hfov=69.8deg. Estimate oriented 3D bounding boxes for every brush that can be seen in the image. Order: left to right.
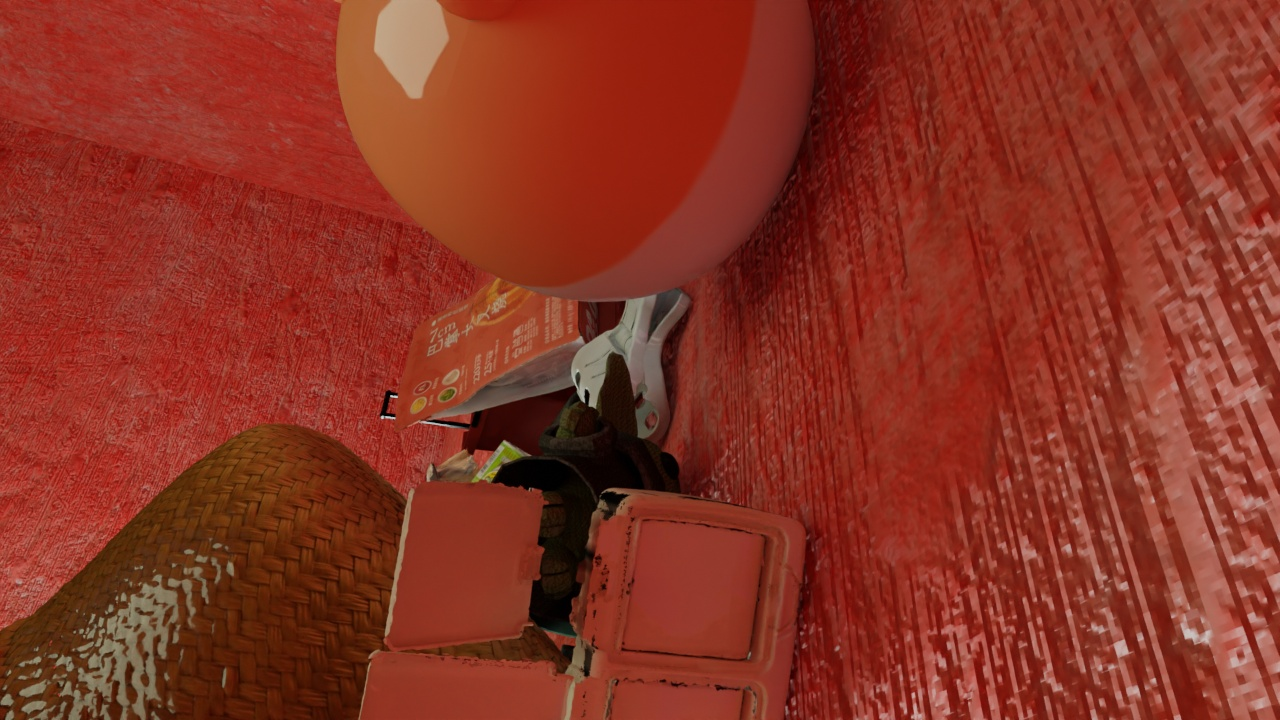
[{"bbox_3d":[-0.191,0.194,1.016,0.272,0.056,0.083,93,156,-52],"label":"brush"}]

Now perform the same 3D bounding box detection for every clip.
[{"bbox_3d":[-0.019,0.003,0.700,0.126,0.095,0.152,-127,42,-69],"label":"clip"}]

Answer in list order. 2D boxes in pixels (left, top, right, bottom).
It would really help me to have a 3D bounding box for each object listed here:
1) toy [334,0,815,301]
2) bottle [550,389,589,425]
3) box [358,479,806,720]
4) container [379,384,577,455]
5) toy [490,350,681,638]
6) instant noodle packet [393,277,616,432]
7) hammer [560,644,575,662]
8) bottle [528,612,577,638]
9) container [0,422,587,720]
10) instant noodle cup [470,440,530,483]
[{"bbox_3d":[-0.042,-0.172,0.529,0.263,0.280,0.266,24,97,39],"label":"toy"},{"bbox_3d":[-0.072,0.081,0.890,0.185,0.045,0.045,129,151,-60],"label":"bottle"},{"bbox_3d":[-0.018,0.123,0.374,0.050,0.183,0.143,172,107,-68],"label":"box"},{"bbox_3d":[-0.169,0.024,0.999,0.147,0.200,0.127,-94,22,-51],"label":"container"},{"bbox_3d":[-0.024,0.091,0.546,0.152,0.078,0.179,-15,-79,-63],"label":"toy"},{"bbox_3d":[-0.140,-0.021,0.897,0.164,0.221,0.084,-94,-20,-47],"label":"instant noodle packet"},{"bbox_3d":[-0.013,0.226,0.566,0.320,0.032,0.130,129,152,-58],"label":"hammer"},{"bbox_3d":[-0.048,0.165,0.655,0.131,0.061,0.061,124,159,-73],"label":"bottle"},{"bbox_3d":[-0.167,0.180,0.508,0.196,0.307,0.307,-47,9,-13],"label":"container"},{"bbox_3d":[-0.128,0.138,0.864,0.108,0.099,0.099,-58,13,-6],"label":"instant noodle cup"}]
